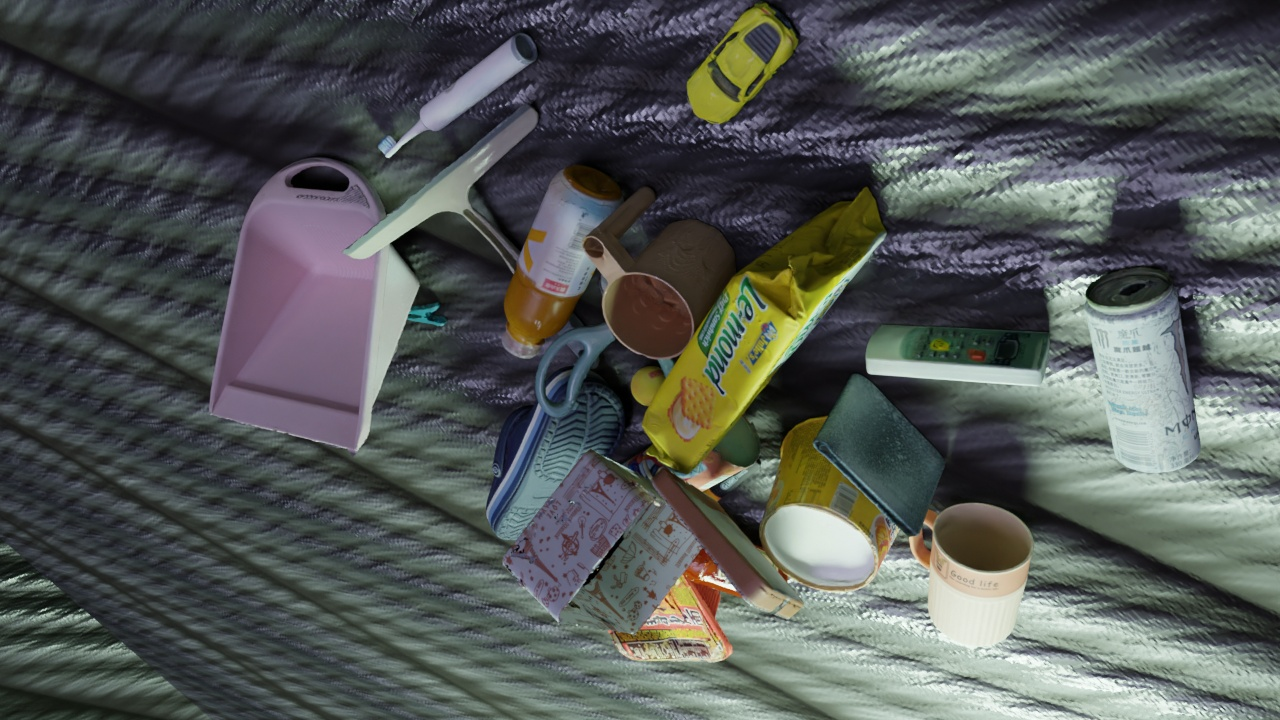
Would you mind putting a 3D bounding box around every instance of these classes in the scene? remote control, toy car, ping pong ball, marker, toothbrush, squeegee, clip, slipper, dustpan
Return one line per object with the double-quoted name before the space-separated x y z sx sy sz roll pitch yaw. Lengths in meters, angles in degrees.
"remote control" 0.249 -0.006 0.726 0.135 0.056 0.019 5 125 29
"toy car" 0.072 -0.218 0.688 0.048 0.032 0.105 44 136 -6
"ping pong ball" 0.011 0.025 0.909 0.040 0.040 0.040 17 131 20
"marker" 0.087 0.133 0.964 0.018 0.015 0.124 38 133 -6
"toothbrush" -0.174 -0.232 0.833 0.222 0.026 0.026 -19 117 41
"squeegee" -0.118 -0.088 0.902 0.247 0.039 0.246 -32 112 24
"clip" -0.242 -0.052 1.024 0.057 0.015 0.050 0 126 30
"slipper" -0.101 0.095 1.003 0.095 0.105 0.253 56 132 34
"dustpan" -0.359 -0.065 0.958 0.223 0.272 0.139 7 152 24

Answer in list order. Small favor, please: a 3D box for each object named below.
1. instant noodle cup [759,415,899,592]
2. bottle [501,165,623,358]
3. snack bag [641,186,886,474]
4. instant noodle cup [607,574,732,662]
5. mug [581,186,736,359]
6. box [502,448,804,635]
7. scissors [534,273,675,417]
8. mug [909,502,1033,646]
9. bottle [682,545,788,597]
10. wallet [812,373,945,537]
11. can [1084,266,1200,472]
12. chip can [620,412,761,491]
"instant noodle cup" 0.178 0.137 0.844 0.138 0.109 0.138 17 132 19
"bottle" -0.078 -0.084 0.836 0.068 0.067 0.190 32 122 6
"snack bag" 0.092 -0.022 0.741 0.068 0.157 0.247 40 135 8
"instant noodle cup" 0.013 0.265 1.068 0.165 0.078 0.189 -13 117 38
"mug" 0.015 -0.078 0.781 0.084 0.103 0.124 -27 107 42
"box" 0.026 0.188 0.797 0.193 0.157 0.183 39 180 30
"scissors" -0.005 0.005 0.867 0.178 0.019 0.170 36 95 -19
"mug" 0.295 0.189 0.841 0.114 0.081 0.106 34 144 43
"bottle" 0.055 0.202 0.958 0.206 0.059 0.060 21 137 -15
"wallet" 0.208 0.081 0.790 0.121 0.097 0.019 44 139 -5
"can" 0.364 0.009 0.664 0.058 0.058 0.147 -6 120 35
"chip can" 0.029 0.117 0.948 0.071 0.071 0.215 46 134 -8
